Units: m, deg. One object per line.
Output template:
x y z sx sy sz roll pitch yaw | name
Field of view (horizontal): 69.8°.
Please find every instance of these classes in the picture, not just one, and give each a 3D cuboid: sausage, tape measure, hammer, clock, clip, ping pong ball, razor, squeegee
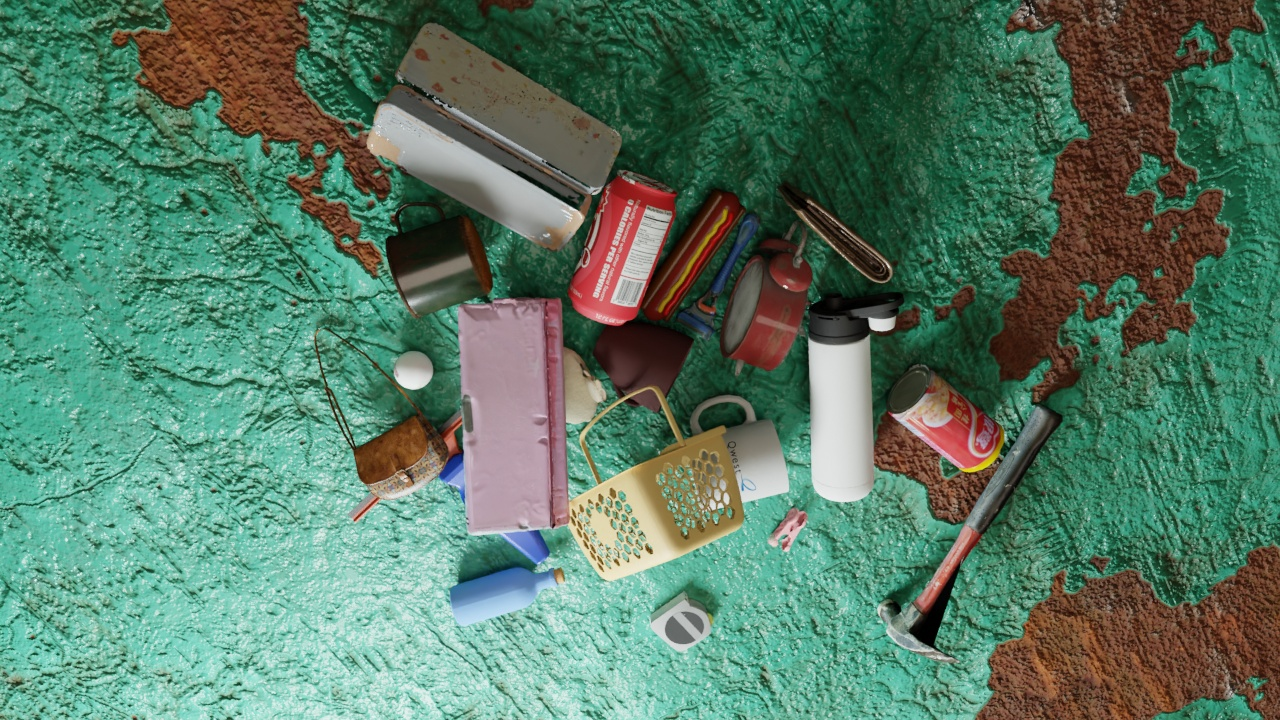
0.051 -0.106 0.940 0.040 0.040 0.156 31 106 -15 | sausage
0.051 0.318 1.118 0.064 0.016 0.065 -38 110 10 | tape measure
0.389 0.198 1.056 0.036 0.140 0.326 27 99 -14 | hammer
0.137 -0.063 0.924 0.062 0.109 0.157 17 115 -10 | clock
0.170 0.198 1.081 0.044 0.023 0.060 4 116 -8 | clip
-0.238 0.010 0.960 0.040 0.040 0.040 -2 111 -4 | ping pong ball
0.088 -0.090 0.961 0.044 0.018 0.141 32 105 11 | razor
-0.169 0.152 1.013 0.249 0.055 0.185 -42 93 8 | squeegee

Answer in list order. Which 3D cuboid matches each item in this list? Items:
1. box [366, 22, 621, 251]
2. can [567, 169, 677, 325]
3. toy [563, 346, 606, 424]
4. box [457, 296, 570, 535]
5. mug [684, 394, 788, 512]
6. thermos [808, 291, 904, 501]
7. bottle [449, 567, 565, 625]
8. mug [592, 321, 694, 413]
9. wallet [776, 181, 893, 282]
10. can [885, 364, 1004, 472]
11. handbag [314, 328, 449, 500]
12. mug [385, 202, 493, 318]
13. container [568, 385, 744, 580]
-0.139 -0.212 0.885 0.217 0.095 0.115 29 137 -15 | box
-0.018 -0.111 0.913 0.074 0.074 0.143 18 109 -11 | can
-0.074 0.027 0.973 0.112 0.050 0.087 -6 112 30 | toy
-0.137 0.054 0.912 0.106 0.099 0.233 -8 101 -41 | box
0.100 0.097 1.009 0.096 0.083 0.119 -14 84 0 | mug
0.233 0.039 0.990 0.101 0.068 0.230 2 112 21 | thermos
-0.152 0.267 1.064 0.131 0.048 0.048 -17 112 2 | bottle
-0.006 0.006 0.967 0.088 0.086 0.114 27 136 4 | mug
0.192 -0.129 0.911 0.121 0.098 0.027 35 106 -16 | wallet
0.337 0.065 1.017 0.124 0.066 0.067 36 104 -16 | can
-0.283 0.052 0.959 0.093 0.043 0.196 -28 98 9 | handbag
-0.199 -0.107 0.901 0.081 0.085 0.111 -18 88 0 | mug
-0.002 0.123 0.939 0.129 0.184 0.167 -17 79 -33 | container
